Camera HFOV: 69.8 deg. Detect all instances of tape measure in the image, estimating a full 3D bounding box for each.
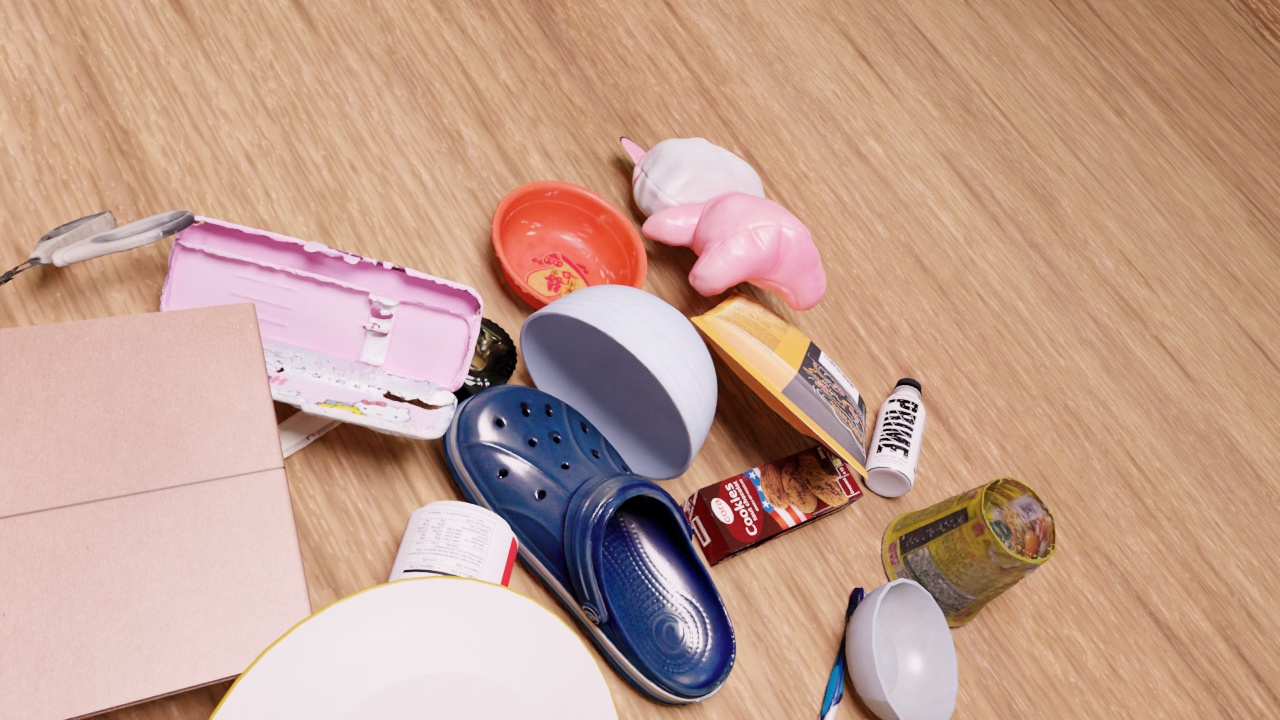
[{"bbox_3d":[-0.120,-0.001,0.659,0.067,0.038,0.062,36,50,-2],"label":"tape measure"}]

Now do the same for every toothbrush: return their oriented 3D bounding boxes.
[{"bbox_3d":[0.139,0.241,0.650,0.017,0.016,0.188,39,49,-13],"label":"toothbrush"}]

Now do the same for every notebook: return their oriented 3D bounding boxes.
[{"bbox_3d":[-0.257,0.067,0.469,0.141,0.008,0.209,-9,64,-24],"label":"notebook"}]

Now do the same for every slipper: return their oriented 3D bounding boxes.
[{"bbox_3d":[-0.020,0.109,0.601,0.104,0.095,0.253,-37,87,-37],"label":"slipper"}]

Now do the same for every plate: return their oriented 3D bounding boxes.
[{"bbox_3d":[-0.108,0.226,0.460,0.229,0.021,0.229,2,86,-27],"label":"plate"}]

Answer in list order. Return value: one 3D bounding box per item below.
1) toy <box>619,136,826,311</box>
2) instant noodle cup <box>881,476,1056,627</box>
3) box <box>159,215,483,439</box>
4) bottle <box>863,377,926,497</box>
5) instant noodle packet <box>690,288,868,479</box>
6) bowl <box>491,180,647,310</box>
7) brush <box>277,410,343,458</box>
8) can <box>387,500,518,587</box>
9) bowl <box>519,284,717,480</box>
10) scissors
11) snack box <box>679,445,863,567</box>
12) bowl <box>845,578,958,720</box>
[{"bbox_3d":[0.068,-0.126,0.786,0.141,0.084,0.213,7,31,-28],"label":"toy"},{"bbox_3d":[0.260,0.143,0.716,0.102,0.108,0.102,12,55,-18],"label":"instant noodle cup"},{"bbox_3d":[-0.206,-0.021,0.568,0.201,0.103,0.101,15,96,-7],"label":"box"},{"bbox_3d":[0.224,0.062,0.795,0.041,0.041,0.115,31,50,-6],"label":"bottle"},{"bbox_3d":[0.119,0.007,0.724,0.160,0.032,0.220,42,16,4],"label":"instant noodle packet"},{"bbox_3d":[-0.062,-0.081,0.737,0.130,0.045,0.130,13,54,-20],"label":"bowl"},{"bbox_3d":[-0.256,0.074,0.557,0.033,0.012,0.217,46,49,6],"label":"brush"},{"bbox_3d":[-0.119,0.154,0.536,0.070,0.070,0.131,21,52,-14],"label":"can"},{"bbox_3d":[-0.004,0.004,0.635,0.150,0.151,0.074,43,61,4],"label":"bowl"},{"bbox_3d":[-0.346,-0.062,0.545,0.157,0.013,0.169,-19,28,-10],"label":"scissors"},{"bbox_3d":[0.103,0.108,0.707,0.140,0.032,0.051,-14,67,-34],"label":"snack box"},{"bbox_3d":[0.184,0.214,0.664,0.106,0.039,0.106,20,59,-37],"label":"bowl"}]
